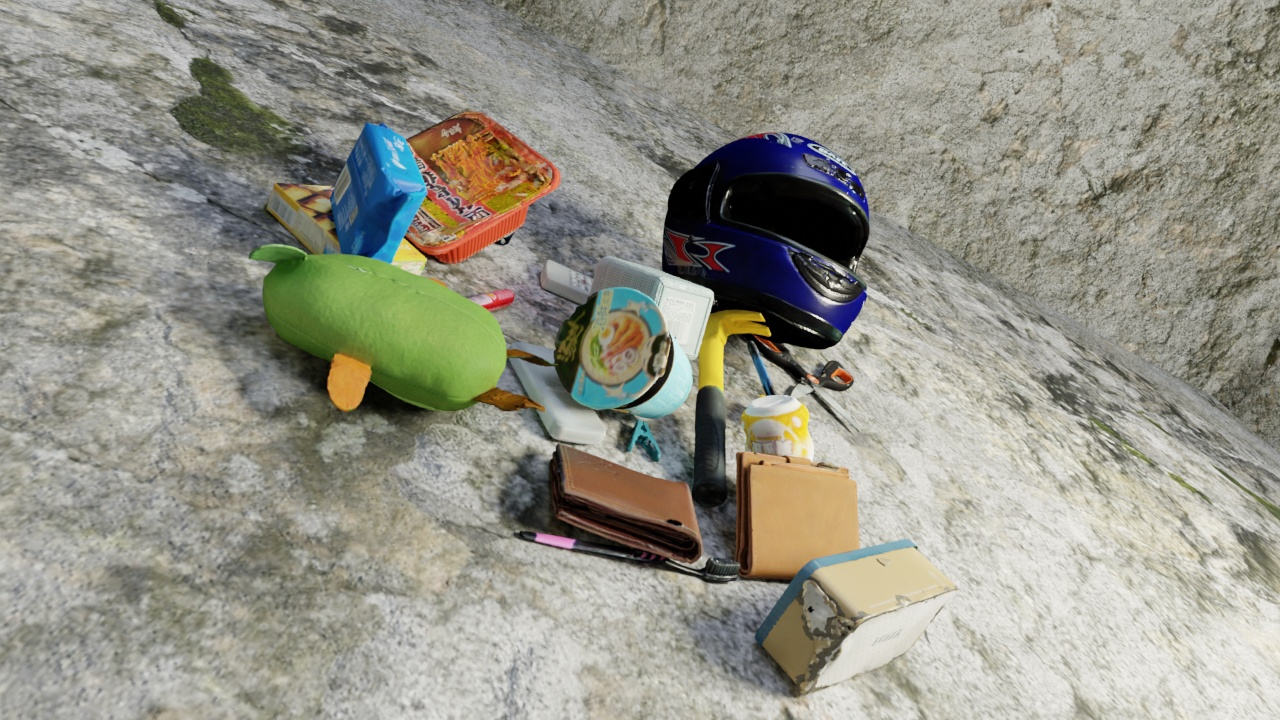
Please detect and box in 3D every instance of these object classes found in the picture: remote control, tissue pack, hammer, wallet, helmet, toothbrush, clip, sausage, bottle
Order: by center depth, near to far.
[{"bbox_3d":[-0.003,0.145,0.693,0.189,0.018,0.014,17,18,-25],"label":"toothbrush"},{"bbox_3d":[-0.012,0.108,0.722,0.124,0.032,0.101,20,15,-14],"label":"wallet"},{"bbox_3d":[0.137,0.136,0.794,0.131,0.031,0.107,12,72,-35],"label":"wallet"},{"bbox_3d":[-0.079,0.029,0.837,0.055,0.020,0.136,13,28,-37],"label":"remote control"},{"bbox_3d":[-0.239,-0.149,0.840,0.052,0.095,0.157,20,26,-35],"label":"tissue pack"},{"bbox_3d":[0.001,0.072,0.852,0.034,0.013,0.054,22,23,-20],"label":"clip"},{"bbox_3d":[0.130,0.089,0.852,0.063,0.108,0.063,-10,12,2],"label":"bottle"},{"bbox_3d":[-0.167,-0.053,0.905,0.020,0.020,0.155,35,23,13],"label":"sausage"},{"bbox_3d":[0.145,0.067,0.916,0.016,0.014,0.189,-12,78,-59],"label":"toothbrush"},{"bbox_3d":[0.072,0.036,0.929,0.033,0.129,0.300,60,20,-28],"label":"hammer"},{"bbox_3d":[-0.048,-0.077,1.093,0.150,0.021,0.058,22,24,-16],"label":"remote control"},{"bbox_3d":[0.165,-0.157,1.128,0.247,0.240,0.316,22,-1,-23],"label":"helmet"}]

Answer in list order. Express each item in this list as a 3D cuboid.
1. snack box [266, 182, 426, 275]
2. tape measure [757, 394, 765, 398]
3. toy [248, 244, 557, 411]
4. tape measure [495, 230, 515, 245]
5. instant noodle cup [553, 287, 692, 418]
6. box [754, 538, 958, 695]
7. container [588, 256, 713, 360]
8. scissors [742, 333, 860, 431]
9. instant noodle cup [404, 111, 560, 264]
[{"bbox_3d":[-0.286,-0.123,0.893,0.140,0.034,0.086,42,26,22],"label":"snack box"},{"bbox_3d":[0.146,0.066,1.017,0.057,0.029,0.059,31,23,4],"label":"tape measure"},{"bbox_3d":[-0.185,-0.019,0.726,0.246,0.090,0.226,24,22,-5],"label":"toy"},{"bbox_3d":[-0.176,-0.175,1.087,0.065,0.066,0.033,12,30,-36],"label":"tape measure"},{"bbox_3d":[-0.005,0.005,0.850,0.111,0.111,0.120,42,2,27],"label":"instant noodle cup"},{"bbox_3d":[0.174,0.194,0.711,0.184,0.090,0.061,4,33,-50],"label":"box"},{"bbox_3d":[0.010,-0.054,0.977,0.090,0.090,0.111,11,7,-37],"label":"container"},{"bbox_3d":[0.222,0.017,1.218,0.221,0.022,0.234,40,24,24],"label":"scissors"},{"bbox_3d":[-0.199,-0.183,0.997,0.188,0.079,0.164,-36,64,-27],"label":"instant noodle cup"}]
